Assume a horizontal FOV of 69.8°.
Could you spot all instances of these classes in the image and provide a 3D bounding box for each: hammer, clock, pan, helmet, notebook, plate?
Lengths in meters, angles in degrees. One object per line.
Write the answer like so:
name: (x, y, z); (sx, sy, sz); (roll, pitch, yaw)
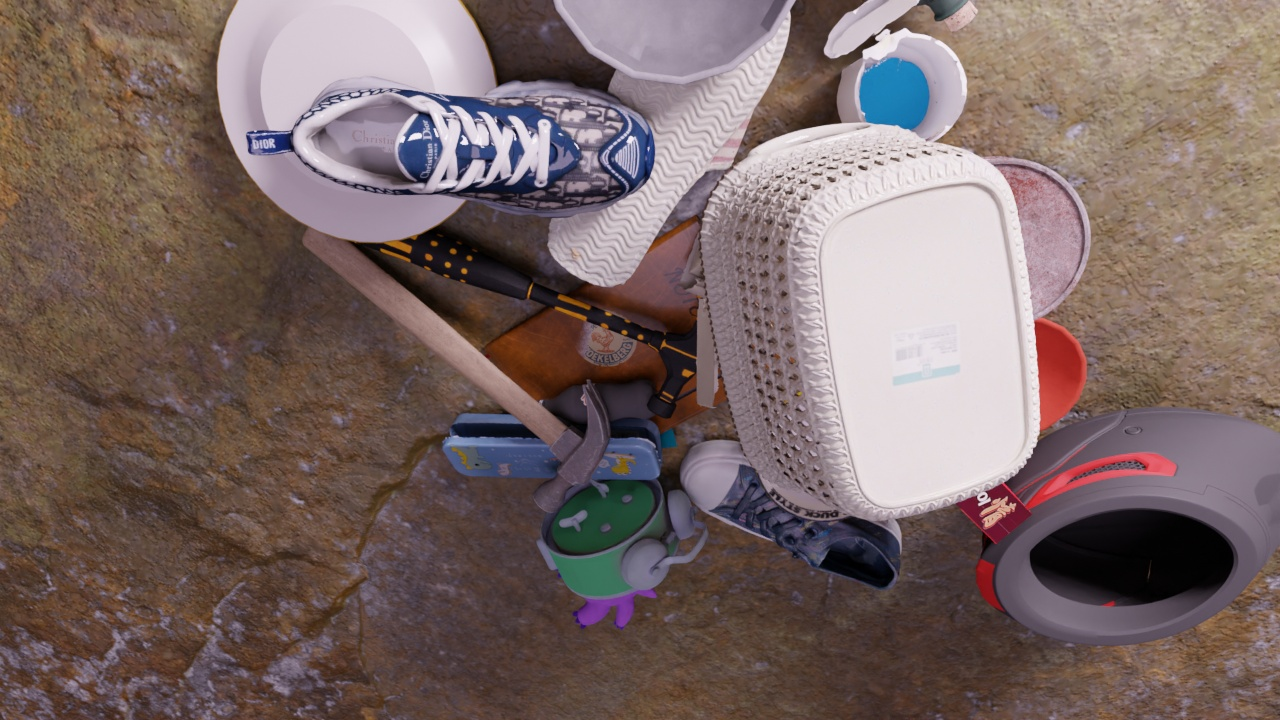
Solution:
hammer: (-0.093, -0.063, 0.784); (0.320, 0.036, 0.123); (22, 102, 1)
hammer: (-0.164, -0.010, 0.814); (0.331, 0.030, 0.120); (41, 112, 1)
clock: (-0.013, 0.160, 0.858); (0.162, 0.121, 0.075); (-1, 124, 36)
pan: (0.017, -0.365, 0.594); (0.179, 0.041, 0.358); (-3, 108, 6)
helmet: (0.409, 0.124, 0.767); (0.265, 0.169, 0.164); (-13, 110, 17)
notebook: (-0.004, 0.003, 0.839); (0.250, 0.014, 0.178); (-29, 112, 21)
plate: (-0.226, -0.204, 0.722); (0.230, 0.021, 0.230); (2, 110, 5)

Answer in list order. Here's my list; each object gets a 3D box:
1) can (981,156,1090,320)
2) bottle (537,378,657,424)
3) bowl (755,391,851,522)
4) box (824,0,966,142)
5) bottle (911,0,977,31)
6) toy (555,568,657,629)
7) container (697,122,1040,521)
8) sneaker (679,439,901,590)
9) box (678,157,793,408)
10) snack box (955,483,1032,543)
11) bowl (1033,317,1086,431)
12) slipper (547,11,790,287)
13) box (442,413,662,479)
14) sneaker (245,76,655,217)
can: (0.274, -0.092, 0.714); (0.130, 0.044, 0.130); (3, 105, 10)
bottle: (-0.040, 0.039, 0.832); (0.110, 0.036, 0.036); (-6, 119, 10)
bowl: (0.162, 0.079, 0.823); (0.117, 0.067, 0.117); (2, 101, 10)
box: (0.170, -0.195, 0.625); (0.084, 0.162, 0.112); (-25, 102, 10)
bottle: (0.184, -0.282, 0.625); (0.061, 0.061, 0.131); (-38, 109, 22)
toy: (-0.030, 0.222, 0.944); (0.088, 0.055, 0.106); (-27, 78, 23)
container: (0.146, -0.022, 0.576); (0.184, 0.143, 0.246); (-16, 106, -8)
sneaker: (0.143, 0.156, 0.871); (0.235, 0.079, 0.088); (24, 119, -7)
box: (0.083, -0.059, 0.691); (0.095, 0.145, 0.185); (1, 92, -7)
snack box: (0.237, 0.062, 0.760); (0.132, 0.152, 0.036); (42, 102, -16)
bowl: (0.314, 0.009, 0.791); (0.122, 0.035, 0.122); (3, 120, 5)
slipper: (0.020, -0.175, 0.710); (0.115, 0.052, 0.263); (31, 111, -7)
box: (-0.084, 0.090, 0.863); (0.210, 0.049, 0.066); (1, 125, 15)
sneaker: (-0.127, -0.148, 0.645); (0.269, 0.132, 0.103); (6, 108, 5)
